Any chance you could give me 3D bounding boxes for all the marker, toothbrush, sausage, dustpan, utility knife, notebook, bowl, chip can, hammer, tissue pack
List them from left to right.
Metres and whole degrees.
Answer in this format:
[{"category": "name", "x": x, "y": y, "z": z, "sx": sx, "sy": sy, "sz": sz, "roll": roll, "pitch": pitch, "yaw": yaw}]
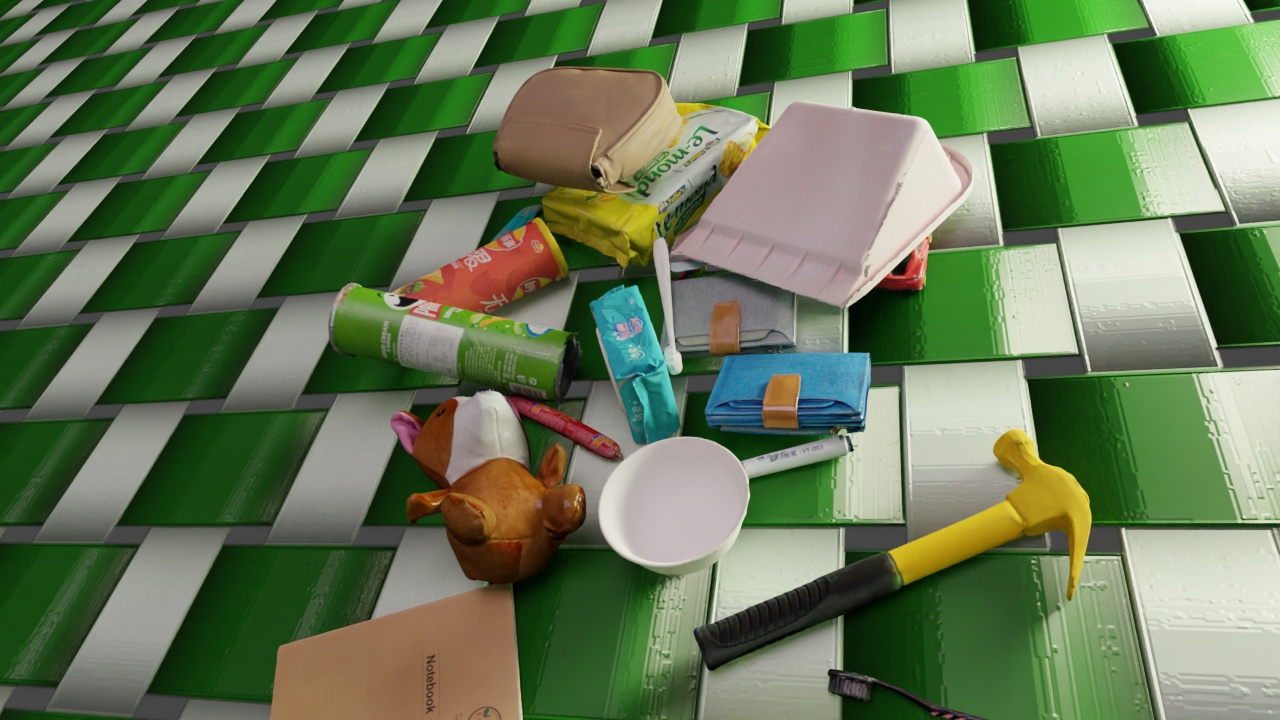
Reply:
[{"category": "notebook", "x": -0.193, "y": 0.260, "z": 0.713, "sx": 0.208, "sy": 0.008, "sz": 0.147, "roll": -17, "pitch": 45, "yaw": 4}, {"category": "chip can", "x": -0.179, "y": -0.016, "z": 0.887, "sx": 0.236, "sy": 0.072, "sz": 0.072, "roll": 13, "pitch": 52, "yaw": 10}, {"category": "chip can", "x": -0.188, "y": -0.077, "z": 0.989, "sx": 0.216, "sy": 0.073, "sz": 0.073, "roll": -27, "pitch": 45, "yaw": -6}, {"category": "utility knife", "x": -0.171, "y": -0.129, "z": 1.074, "sx": 0.029, "sy": 0.013, "sz": 0.175, "roll": 14, "pitch": 54, "yaw": 32}, {"category": "sausage", "x": -0.072, "y": 0.060, "z": 0.853, "sx": 0.156, "sy": 0.020, "sz": 0.020, "roll": 23, "pitch": 59, "yaw": 35}, {"category": "tissue pack", "x": -0.005, "y": 0.005, "z": 0.829, "sx": 0.050, "sy": 0.093, "sz": 0.133, "roll": -17, "pitch": 44, "yaw": -2}, {"category": "toothbrush", "x": 0.024, "y": -0.060, "z": 0.890, "sx": 0.016, "sy": 0.016, "sz": 0.179, "roll": -20, "pitch": 48, "yaw": 17}, {"category": "bowl", "x": 0.032, "y": 0.126, "z": 0.719, "sx": 0.118, "sy": 0.065, "sz": 0.118, "roll": -10, "pitch": 46, "yaw": 10}, {"category": "utility knife", "x": 0.133, "y": -0.111, "z": 0.925, "sx": 0.218, "sy": 0.018, "sz": 0.034, "roll": -9, "pitch": 43, "yaw": 3}, {"category": "marker", "x": 0.112, "y": 0.086, "z": 0.762, "sx": 0.131, "sy": 0.018, "sz": 0.022, "roll": -15, "pitch": 60, "yaw": 7}, {"category": "dustpan", "x": 0.206, "y": -0.152, "z": 0.930, "sx": 0.223, "sy": 0.139, "sz": 0.273, "roll": 28, "pitch": 81, "yaw": 42}, {"category": "hammer", "x": 0.182, "y": 0.152, "z": 0.663, "sx": 0.300, "sy": 0.033, "sz": 0.128, "roll": -22, "pitch": 43, "yaw": -2}, {"category": "toothbrush", "x": 0.211, "y": 0.233, "z": 0.589, "sx": 0.189, "sy": 0.014, "sz": 0.017, "roll": 10, "pitch": 62, "yaw": 27}]

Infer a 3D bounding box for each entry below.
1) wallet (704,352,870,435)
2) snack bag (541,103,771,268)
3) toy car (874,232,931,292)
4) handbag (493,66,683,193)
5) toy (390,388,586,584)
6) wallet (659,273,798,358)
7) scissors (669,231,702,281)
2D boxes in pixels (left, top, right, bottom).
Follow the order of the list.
[{"category": "wallet", "x": 0.128, "y": 0.026, "z": 0.789, "sx": 0.133, "sy": 0.040, "sz": 0.106, "roll": -2, "pitch": 30, "yaw": 20}, {"category": "snack bag", "x": 0.017, "y": -0.202, "z": 1.031, "sx": 0.246, "sy": 0.068, "sz": 0.158, "roll": -43, "pitch": 44, "yaw": -20}, {"category": "toy car", "x": 0.253, "y": -0.107, "z": 0.887, "sx": 0.049, "sy": 0.031, "sz": 0.106, "roll": 4, "pitch": 47, "yaw": 22}, {"category": "handbag", "x": -0.058, "y": -0.244, "z": 0.991, "sx": 0.205, "sy": 0.100, "sz": 0.147, "roll": 19, "pitch": 64, "yaw": 39}, {"category": "toy", "x": -0.133, "y": 0.090, "z": 0.779, "sx": 0.140, "sy": 0.131, "sz": 0.199, "roll": 1, "pitch": 26, "yaw": -26}, {"category": "wallet", "x": 0.086, "y": -0.046, "z": 0.884, "sx": 0.130, "sy": 0.037, "sz": 0.106, "roll": -5, "pitch": 46, "yaw": 18}, {"category": "scissors", "x": 0.080, "y": -0.113, "z": 0.967, "sx": 0.133, "sy": 0.017, "sz": 0.134, "roll": -40, "pitch": 44, "yaw": -24}]
